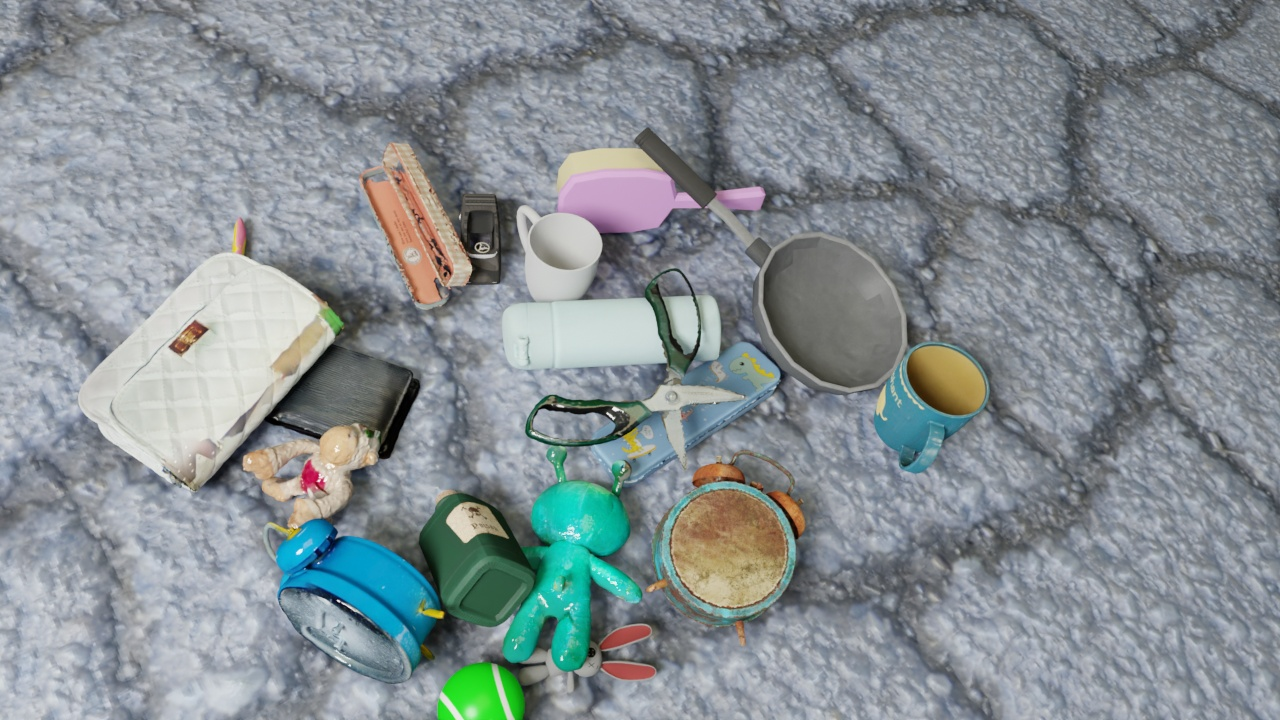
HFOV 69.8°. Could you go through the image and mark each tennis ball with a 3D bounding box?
[{"bbox_3d":[-0.121,0.263,0.696,0.065,0.065,0.065,6,58,-9],"label":"tennis ball"}]

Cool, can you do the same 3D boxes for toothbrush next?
[{"bbox_3d":[-0.385,-0.083,0.881,0.016,0.021,0.135,-1,60,-29],"label":"toothbrush"}]

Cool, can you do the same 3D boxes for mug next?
[{"bbox_3d":[-0.091,-0.103,0.915,0.071,0.090,0.107,-31,70,-27],"label":"mug"},{"bbox_3d":[0.272,0.055,0.888,0.084,0.104,0.112,16,59,-2],"label":"mug"}]

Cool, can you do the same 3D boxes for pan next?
[{"bbox_3d":[0.127,-0.107,0.949,0.357,0.041,0.178,44,59,-2],"label":"pan"}]

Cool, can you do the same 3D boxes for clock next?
[{"bbox_3d":[0.079,0.153,0.801,0.121,0.073,0.157,28,68,6],"label":"clock"},{"bbox_3d":[-0.225,0.178,0.697,0.161,0.117,0.060,31,50,4],"label":"clock"}]

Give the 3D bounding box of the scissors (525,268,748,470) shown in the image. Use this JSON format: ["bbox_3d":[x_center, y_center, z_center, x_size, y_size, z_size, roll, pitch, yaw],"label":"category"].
[{"bbox_3d":[-0.005,0.005,0.834,0.201,0.015,0.201,-1,67,-8],"label":"scissors"}]

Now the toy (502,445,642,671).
[{"bbox_3d":[-0.058,0.160,0.764,0.131,0.072,0.192,10,51,5],"label":"toy"}]

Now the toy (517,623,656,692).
[{"bbox_3d":[-0.045,0.243,0.746,0.111,0.030,0.049,-2,73,-14],"label":"toy"}]

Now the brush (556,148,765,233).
[{"bbox_3d":[0.022,-0.183,0.990,0.228,0.089,0.043,-4,55,-14],"label":"brush"}]

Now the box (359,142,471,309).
[{"bbox_3d":[-0.231,-0.139,0.935,0.048,0.085,0.187,3,49,-50],"label":"box"}]

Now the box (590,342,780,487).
[{"bbox_3d":[0.047,0.046,0.886,0.209,0.037,0.066,-30,66,-27],"label":"box"}]

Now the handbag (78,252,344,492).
[{"bbox_3d":[-0.368,0.003,0.786,0.139,0.073,0.194,28,64,12],"label":"handbag"}]

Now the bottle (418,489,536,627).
[{"bbox_3d":[-0.140,0.150,0.750,0.061,0.061,0.131,-51,38,5],"label":"bottle"}]

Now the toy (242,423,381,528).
[{"bbox_3d":[-0.258,0.093,0.764,0.105,0.074,0.085,-37,64,-23],"label":"toy"}]

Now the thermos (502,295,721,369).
[{"bbox_3d":[-0.029,-0.027,0.889,0.206,0.065,0.077,-3,29,-8],"label":"thermos"}]

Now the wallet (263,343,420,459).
[{"bbox_3d":[-0.268,0.033,0.830,0.115,0.026,0.089,17,58,-2],"label":"wallet"}]

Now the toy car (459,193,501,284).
[{"bbox_3d":[-0.162,-0.123,0.928,0.040,0.037,0.092,-2,92,-15],"label":"toy car"}]
